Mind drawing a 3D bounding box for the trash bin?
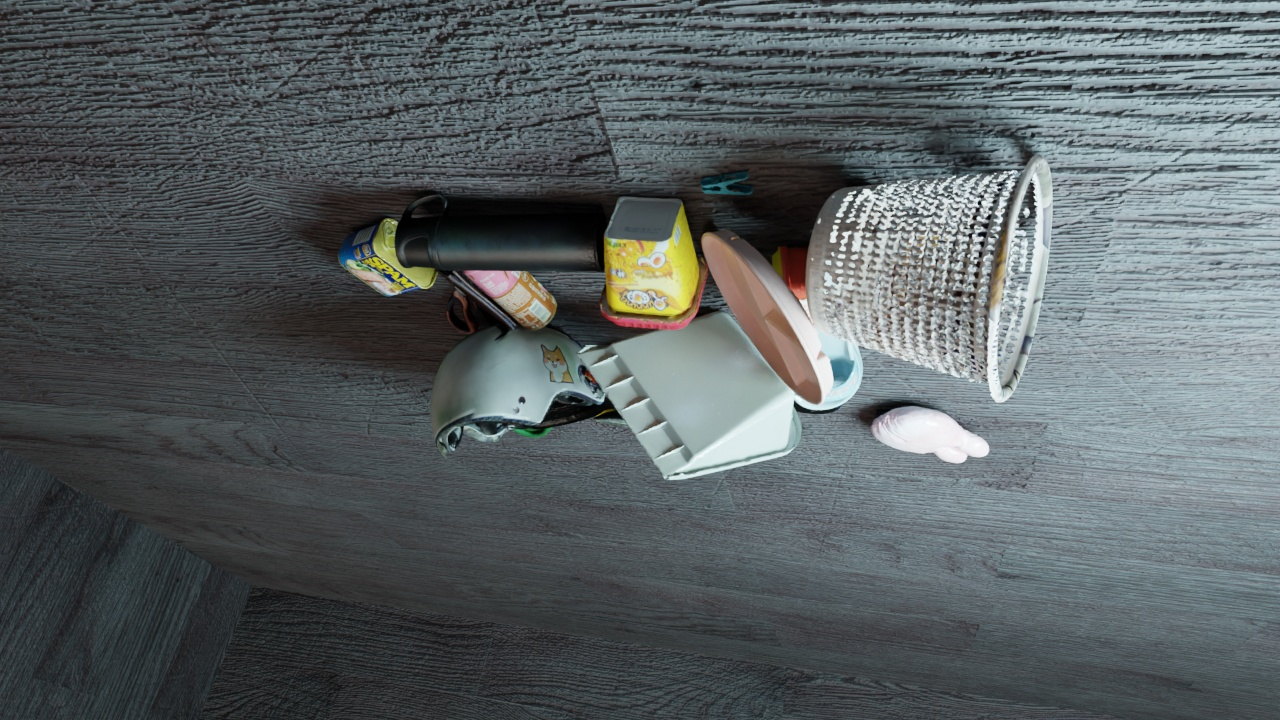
[{"bbox_3d":[0.275,-0.086,0.890,0.192,0.227,0.227,10,154,31],"label":"trash bin"}]

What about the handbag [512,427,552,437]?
[{"bbox_3d":[-0.188,0.064,1.466,0.120,0.067,0.132,20,150,-11],"label":"handbag"}]

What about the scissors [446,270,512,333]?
[{"bbox_3d":[-0.228,-0.090,1.265,0.204,0.015,0.203,32,146,-29],"label":"scissors"}]

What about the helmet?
[{"bbox_3d":[-0.174,0.027,1.285,0.231,0.157,0.273,-20,174,38],"label":"helmet"}]

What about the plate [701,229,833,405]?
[{"bbox_3d":[0.142,-0.051,1.022,0.028,0.229,0.229,-34,144,-4],"label":"plate"}]

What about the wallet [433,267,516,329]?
[{"bbox_3d":[-0.219,-0.091,1.181,0.122,0.020,0.096,43,176,-40],"label":"wallet"}]

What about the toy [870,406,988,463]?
[{"bbox_3d":[0.413,0.108,1.316,0.159,0.054,0.122,22,157,-15],"label":"toy"}]

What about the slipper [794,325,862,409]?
[{"bbox_3d":[0.230,0.002,1.183,0.104,0.074,0.246,2,148,17],"label":"slipper"}]

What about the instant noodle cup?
[{"bbox_3d":[0.010,-0.113,1.038,0.116,0.115,0.124,5,139,14],"label":"instant noodle cup"}]

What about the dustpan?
[{"bbox_3d":[0.085,0.055,1.171,0.257,0.222,0.143,-25,144,-18],"label":"dustpan"}]

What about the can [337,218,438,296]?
[{"bbox_3d":[-0.326,-0.130,1.189,0.083,0.057,0.102,-10,144,39],"label":"can"}]

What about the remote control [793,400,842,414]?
[{"bbox_3d":[0.225,0.057,1.332,0.136,0.024,0.053,13,151,-1],"label":"remote control"}]

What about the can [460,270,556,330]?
[{"bbox_3d":[-0.170,-0.099,1.179,0.058,0.057,0.147,-7,145,32],"label":"can"}]

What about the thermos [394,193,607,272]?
[{"bbox_3d":[-0.162,-0.149,1.070,0.243,0.090,0.068,2,-175,9],"label":"thermos"}]

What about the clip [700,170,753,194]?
[{"bbox_3d":[0.090,-0.185,0.966,0.055,0.013,0.038,1,148,22],"label":"clip"}]

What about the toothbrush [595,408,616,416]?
[{"bbox_3d":[-0.070,0.090,1.518,0.191,0.016,0.015,-9,147,34],"label":"toothbrush"}]

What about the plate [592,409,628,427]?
[{"bbox_3d":[0.016,0.091,1.403,0.179,0.024,0.179,6,173,1],"label":"plate"}]

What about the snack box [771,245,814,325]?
[{"bbox_3d":[0.195,-0.082,1.042,0.080,0.081,0.091,-6,148,13],"label":"snack box"}]
